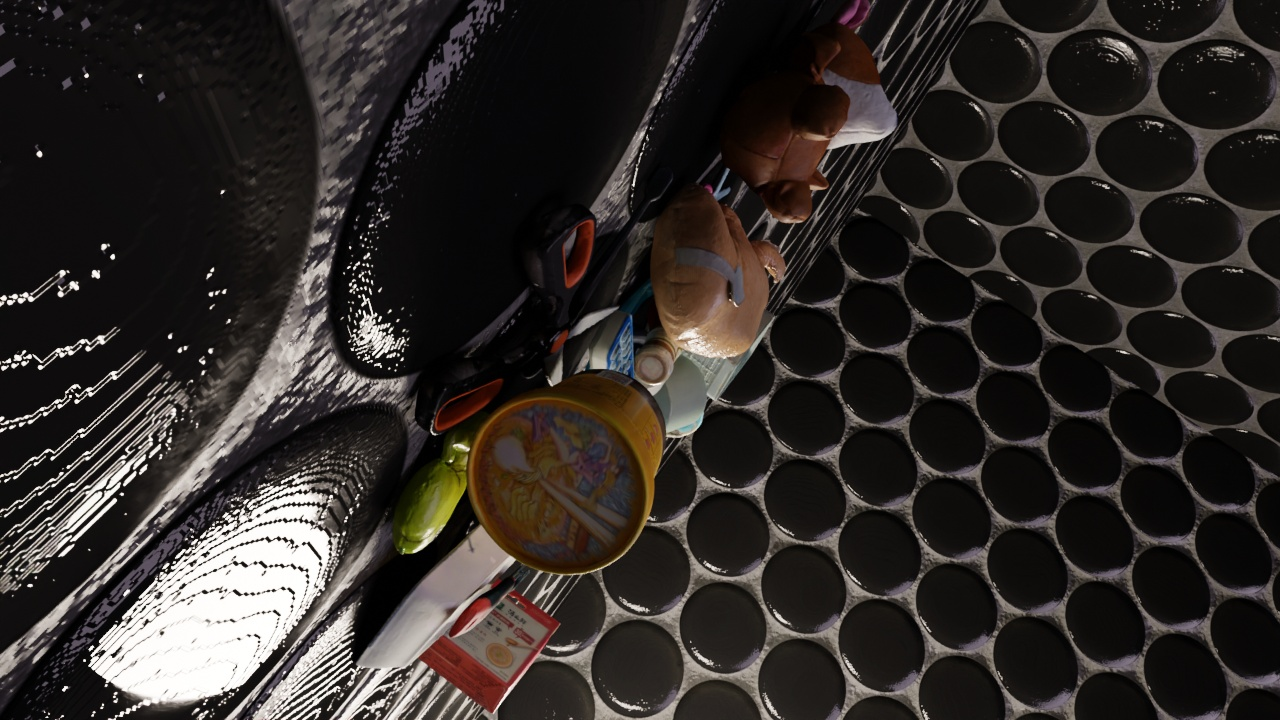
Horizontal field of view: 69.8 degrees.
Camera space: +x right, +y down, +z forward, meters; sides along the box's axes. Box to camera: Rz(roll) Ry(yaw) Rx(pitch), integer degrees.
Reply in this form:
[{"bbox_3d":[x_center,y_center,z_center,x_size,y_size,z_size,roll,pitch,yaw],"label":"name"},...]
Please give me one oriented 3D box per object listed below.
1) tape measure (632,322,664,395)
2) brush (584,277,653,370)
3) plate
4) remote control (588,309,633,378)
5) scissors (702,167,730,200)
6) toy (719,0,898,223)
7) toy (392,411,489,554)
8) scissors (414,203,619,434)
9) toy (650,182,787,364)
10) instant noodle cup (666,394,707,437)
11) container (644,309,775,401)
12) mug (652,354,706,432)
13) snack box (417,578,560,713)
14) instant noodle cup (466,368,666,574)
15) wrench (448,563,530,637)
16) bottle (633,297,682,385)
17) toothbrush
[{"bbox_3d":[-0.005,0.005,0.892,0.065,0.066,0.034,-51,172,-25],"label":"tape measure"},{"bbox_3d":[-0.046,0.006,0.790,0.253,0.046,0.083,-54,169,-34],"label":"brush"},{"bbox_3d":[-0.148,0.184,0.765,0.161,0.034,0.267,-40,173,-46],"label":"plate"},{"bbox_3d":[-0.023,0.012,0.748,0.125,0.024,0.048,88,25,-55],"label":"remote control"},{"bbox_3d":[0.063,-0.146,0.862,0.133,0.017,0.134,-63,169,21],"label":"scissors"},{"bbox_3d":[0.150,-0.211,0.762,0.199,0.130,0.140,-60,172,-45],"label":"toy"},{"bbox_3d":[-0.132,0.081,0.604,0.099,0.031,0.097,-54,169,-32],"label":"toy"},{"bbox_3d":[-0.067,-0.017,0.577,0.227,0.022,0.221,-44,165,-36],"label":"scissors"},{"bbox_3d":[0.075,-0.069,0.810,0.225,0.083,0.143,5,92,-65],"label":"toy"},{"bbox_3d":[0.042,0.013,1.098,0.120,0.111,0.111,-58,176,-44],"label":"instant noodle cup"},{"bbox_3d":[0.071,-0.033,1.012,0.089,0.111,0.090,-48,170,-38],"label":"container"},{"bbox_3d":[-0.005,0.041,0.973,0.106,0.112,0.082,-16,101,-47],"label":"mug"},{"bbox_3d":[-0.163,0.290,0.965,0.044,0.113,0.126,-60,171,22],"label":"snack box"},{"bbox_3d":[-0.039,0.063,0.610,0.119,0.118,0.114,-58,176,20],"label":"instant noodle cup"},{"bbox_3d":[-0.130,0.209,0.807,0.056,0.016,0.273,-45,175,-7],"label":"wrench"},{"bbox_3d":[0.033,-0.035,0.865,0.060,0.060,0.205,-59,-179,28],"label":"bottle"},{"bbox_3d":[-0.031,-0.062,0.656,0.181,0.015,0.018,-55,-179,-2],"label":"toothbrush"}]
